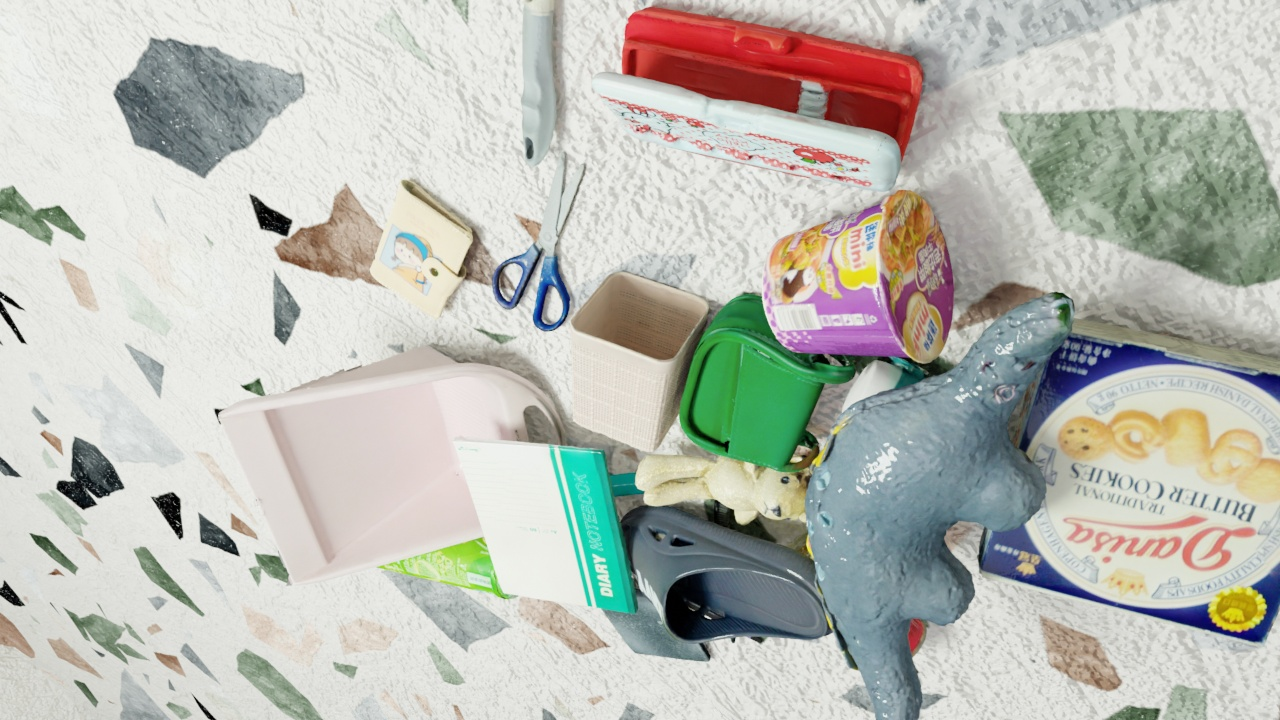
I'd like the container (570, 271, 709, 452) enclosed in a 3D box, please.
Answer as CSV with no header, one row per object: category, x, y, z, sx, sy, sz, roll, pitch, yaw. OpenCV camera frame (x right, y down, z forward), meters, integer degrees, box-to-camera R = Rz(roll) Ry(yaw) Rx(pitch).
container,-0.004,0.004,0.750,0.090,0.090,0.111,20,133,15

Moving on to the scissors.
scissors,-0.071,-0.091,0.767,0.174,0.012,0.128,-29,104,39

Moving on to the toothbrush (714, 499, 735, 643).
toothbrush,0.086,0.210,0.896,0.016,0.014,0.190,-3,121,11

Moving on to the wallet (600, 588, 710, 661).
wallet,0.014,0.284,0.983,0.097,0.019,0.121,-3,131,31

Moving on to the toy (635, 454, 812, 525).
toy,0.073,0.108,0.796,0.157,0.066,0.105,1,117,19

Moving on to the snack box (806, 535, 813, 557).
snack box,0.188,0.128,0.734,0.082,0.091,0.080,34,126,3

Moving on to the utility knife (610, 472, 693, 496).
utility knife,-0.016,0.122,0.893,0.162,0.013,0.029,-10,120,31

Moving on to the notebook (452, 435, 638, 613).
notebook,-0.087,0.160,0.881,0.150,0.012,0.209,3,126,19

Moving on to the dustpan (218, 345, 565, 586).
dustpan,-0.218,0.102,0.864,0.139,0.272,0.223,30,141,41

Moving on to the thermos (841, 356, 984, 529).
thermos,0.252,0.081,0.680,0.224,0.073,0.073,36,133,2

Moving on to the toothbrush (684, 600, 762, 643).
toothbrush,0.041,0.249,0.953,0.189,0.016,0.014,27,137,7

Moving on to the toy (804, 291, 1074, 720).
toy,0.179,0.098,0.614,0.138,0.091,0.357,34,127,33

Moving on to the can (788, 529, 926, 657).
can,0.189,0.210,0.816,0.133,0.053,0.053,43,132,-6

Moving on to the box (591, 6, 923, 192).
box,0.069,-0.157,0.587,0.201,0.091,0.095,17,131,17

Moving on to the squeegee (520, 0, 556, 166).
squeegee,-0.075,-0.249,0.635,0.246,0.039,0.247,30,141,30

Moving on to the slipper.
slipper,0.056,0.204,0.833,0.269,0.083,0.111,3,125,48

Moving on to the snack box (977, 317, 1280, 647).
snack box,0.334,0.078,0.595,0.178,0.045,0.183,13,109,12

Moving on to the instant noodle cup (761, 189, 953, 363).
instant noodle cup,0.144,-0.051,0.621,0.099,0.111,0.111,-5,121,42

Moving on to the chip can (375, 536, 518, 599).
chip can,-0.224,0.216,1.037,0.222,0.072,0.073,6,125,26

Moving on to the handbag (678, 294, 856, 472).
handbag,0.097,0.022,0.719,0.120,0.067,0.132,24,131,11

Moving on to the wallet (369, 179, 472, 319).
wallet,-0.195,-0.095,0.826,0.087,0.024,0.115,40,132,4
